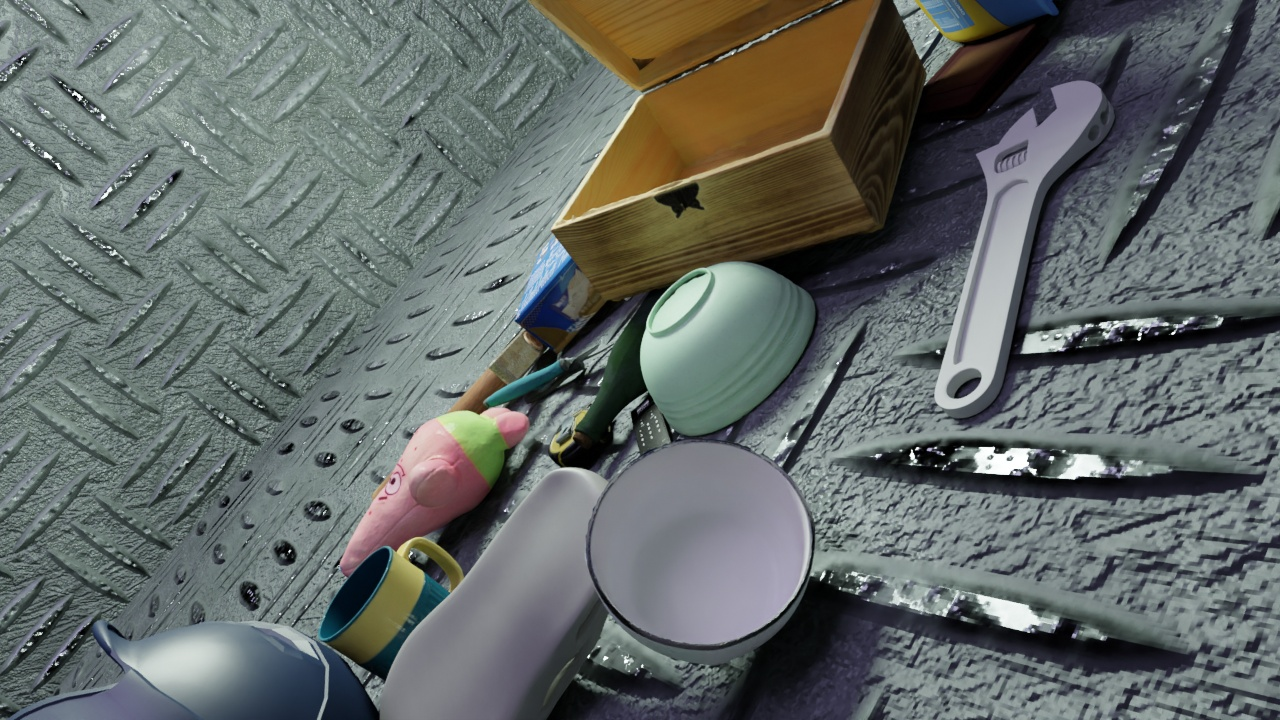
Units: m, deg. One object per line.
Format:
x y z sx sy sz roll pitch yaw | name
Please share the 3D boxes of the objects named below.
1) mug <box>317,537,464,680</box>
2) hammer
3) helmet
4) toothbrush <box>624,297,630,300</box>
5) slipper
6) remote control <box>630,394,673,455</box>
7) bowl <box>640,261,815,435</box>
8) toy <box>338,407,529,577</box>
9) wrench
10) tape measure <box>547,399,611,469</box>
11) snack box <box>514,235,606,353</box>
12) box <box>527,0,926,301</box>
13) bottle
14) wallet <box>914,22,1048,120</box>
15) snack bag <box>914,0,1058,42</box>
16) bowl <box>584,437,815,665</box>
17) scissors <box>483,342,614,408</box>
-0.176 0.198 0.721 0.083 0.107 0.113 -34 24 36 | mug
-0.226 0.081 1.106 0.301 0.037 0.157 -45 6 17 | hammer
-0.295 0.281 0.626 0.273 0.233 0.222 22 36 40 | helmet
0.027 -0.144 1.074 0.012 0.017 0.186 -12 40 59 | toothbrush
-0.073 0.179 0.596 0.113 0.080 0.266 49 115 35 | slipper
0.011 0.064 0.734 0.030 0.009 0.140 -43 21 11 | remote control
0.054 -0.022 0.713 0.151 0.077 0.150 -39 23 19 | bowl
-0.216 0.128 0.937 0.236 0.097 0.192 -46 10 -15 | toy
0.230 -0.076 0.552 0.087 0.018 0.272 -21 34 48 | wrench
-0.056 0.069 0.823 0.062 0.034 0.061 -40 23 22 | tape measure
-0.069 -0.124 1.126 0.155 0.069 0.202 -46 18 23 | snack box
0.041 -0.278 0.770 0.280 0.323 0.283 -14 36 39 | box
-0.005 0.005 0.807 0.173 0.055 0.055 -55 22 -22 | bottle
0.272 -0.237 0.765 0.091 0.018 0.115 -48 18 -1 | wallet
0.265 -0.348 0.751 0.102 0.159 0.204 -39 15 19 | snack bag
0.033 0.106 0.483 0.116 0.066 0.116 -4 54 5 | bowl
-0.099 0.020 0.990 0.154 0.019 0.124 -23 -10 -9 | scissors
